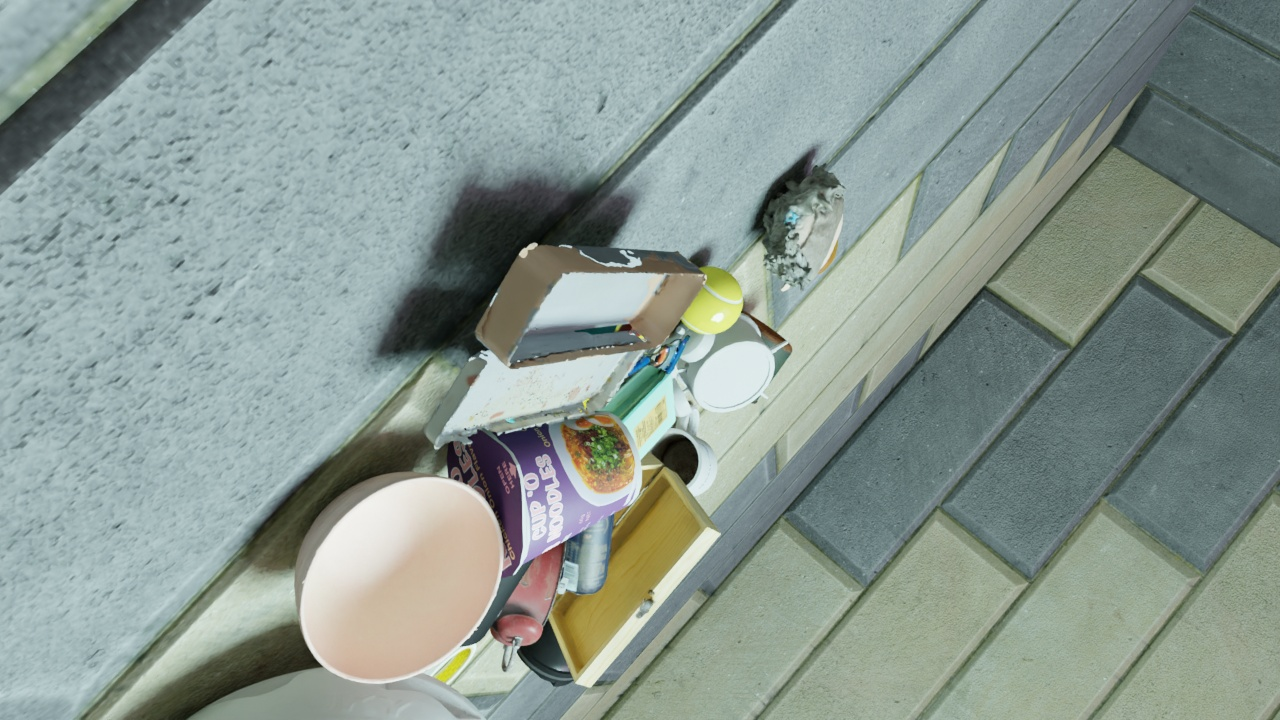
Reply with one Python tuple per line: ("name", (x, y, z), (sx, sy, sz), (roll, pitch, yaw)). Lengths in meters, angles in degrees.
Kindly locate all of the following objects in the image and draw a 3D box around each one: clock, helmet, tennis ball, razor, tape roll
("clock", (0.072, 0.003, 0.989), (0.159, 0.061, 0.120), (-2, 127, -23))
("clock", (-0.112, 0.237, 0.935), (0.110, 0.062, 0.156), (134, -30, -65))
("helmet", (-0.243, 0.337, 0.716), (0.281, 0.183, 0.225), (4, 146, -36))
("tennis ball", (0.066, -0.058, 0.880), (0.065, 0.065, 0.065), (-43, 160, -20))
("razor", (-0.005, 0.005, 0.832), (0.140, 0.018, 0.044), (-20, 144, -50))
("tape roll", (-0.236, 0.365, 1.089), (0.093, 0.019, 0.094), (-43, 160, -20))

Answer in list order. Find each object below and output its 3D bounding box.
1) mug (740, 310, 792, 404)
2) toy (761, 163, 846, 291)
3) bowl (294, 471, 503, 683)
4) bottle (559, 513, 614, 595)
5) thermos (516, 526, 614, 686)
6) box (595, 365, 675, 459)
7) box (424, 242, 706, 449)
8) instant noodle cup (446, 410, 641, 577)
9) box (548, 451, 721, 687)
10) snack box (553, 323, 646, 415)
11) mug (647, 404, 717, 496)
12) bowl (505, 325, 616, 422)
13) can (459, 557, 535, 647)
("mug", (0.125, -0.009, 1.102), (0.081, 0.085, 0.111), (-55, -168, 11))
("toy", (0.173, -0.134, 0.965), (0.133, 0.076, 0.175), (-67, 158, 3))
("bowl", (-0.182, 0.145, 0.662), (0.152, 0.076, 0.153), (-12, 110, -36))
("bottle", (-0.056, 0.169, 0.983), (0.056, 0.056, 0.161), (-14, 114, -60))
("thermos", (-0.083, 0.328, 1.250), (0.219, 0.106, 0.105), (-61, 159, 17))
("box", (-0.026, 0.084, 0.865), (0.188, 0.080, 0.078), (-42, -179, -41))
("box", (-0.044, -0.009, 0.628), (0.151, 0.043, 0.215), (-60, 159, 19))
("instant noodle cup", (-0.068, 0.090, 0.724), (0.121, 0.122, 0.137), (-14, 162, -34))
("box", (-0.050, 0.230, 1.090), (0.249, 0.184, 0.141), (-52, -178, 11))
("snack box", (-0.028, -0.007, 0.830), (0.149, 0.025, 0.061), (-47, 161, -6))
("mug", (0.053, 0.116, 1.185), (0.096, 0.083, 0.119), (31, 70, -71))
("bowl", (-0.074, -0.015, 0.679), (0.121, 0.046, 0.121), (-42, 160, -20))
("can", (-0.151, 0.192, 0.852), (0.080, 0.080, 0.146), (-15, 141, -59))
